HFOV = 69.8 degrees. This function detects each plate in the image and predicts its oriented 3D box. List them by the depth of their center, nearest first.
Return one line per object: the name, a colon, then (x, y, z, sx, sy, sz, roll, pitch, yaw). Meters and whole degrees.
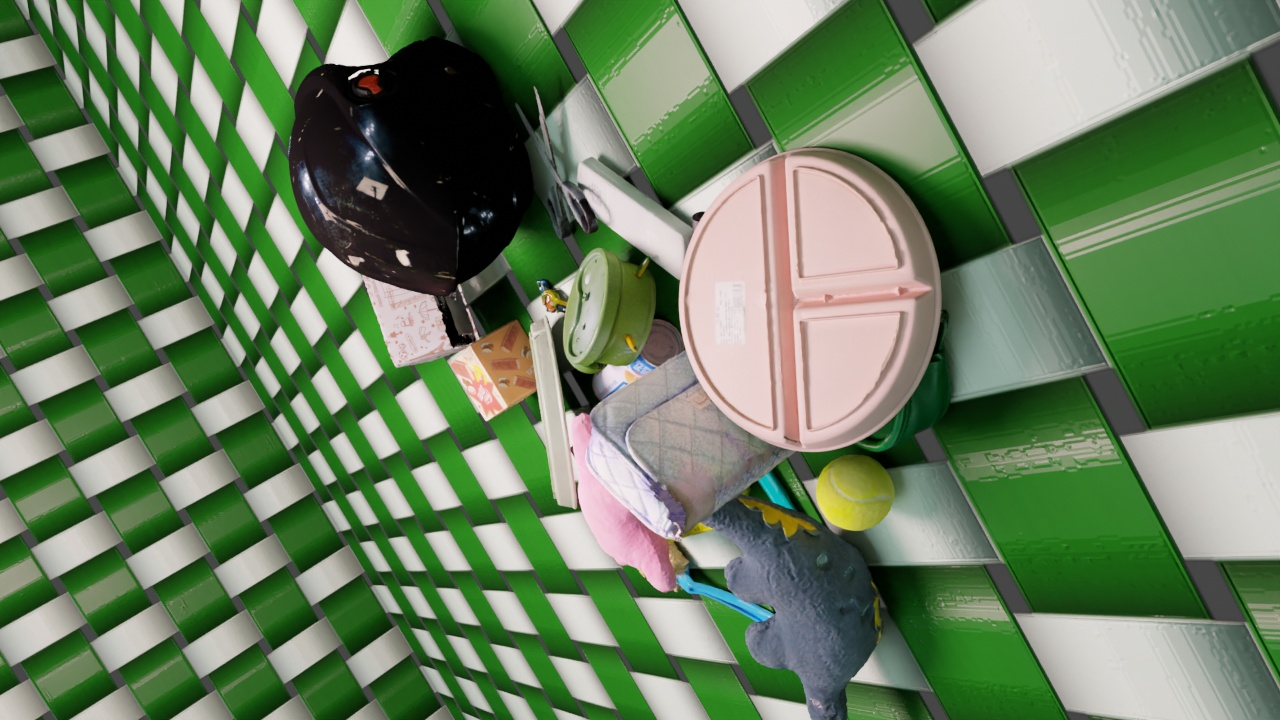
plate: (0.113, -0.044, 0.690, 0.230, 0.028, 0.229, 5, 97, 45)
plate: (-0.104, 0.062, 1.075, 0.230, 0.027, 0.230, 170, 91, -84)

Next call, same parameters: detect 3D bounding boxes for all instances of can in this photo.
can: (-0.006, 0.006, 0.971, 0.053, 0.053, 0.135, 56, 149, 4)

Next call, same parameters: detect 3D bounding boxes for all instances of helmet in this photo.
helmet: (-0.254, -0.194, 0.979, 0.274, 0.229, 0.234, 15, 144, -5)

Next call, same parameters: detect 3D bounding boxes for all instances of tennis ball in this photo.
tennis ball: (0.184, 0.113, 0.786, 0.065, 0.065, 0.066, 35, 143, 33)

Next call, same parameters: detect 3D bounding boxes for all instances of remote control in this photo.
remote control: (-0.005, -0.137, 0.872, 0.150, 0.021, 0.058, 41, 151, 27)

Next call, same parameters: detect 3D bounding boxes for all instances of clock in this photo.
clock: (-0.037, -0.046, 0.921, 0.161, 0.056, 0.116, 166, 115, -65)

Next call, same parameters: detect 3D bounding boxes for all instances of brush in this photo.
brush: (0.081, 0.274, 1.109, 0.255, 0.045, 0.083, 21, 129, 40)

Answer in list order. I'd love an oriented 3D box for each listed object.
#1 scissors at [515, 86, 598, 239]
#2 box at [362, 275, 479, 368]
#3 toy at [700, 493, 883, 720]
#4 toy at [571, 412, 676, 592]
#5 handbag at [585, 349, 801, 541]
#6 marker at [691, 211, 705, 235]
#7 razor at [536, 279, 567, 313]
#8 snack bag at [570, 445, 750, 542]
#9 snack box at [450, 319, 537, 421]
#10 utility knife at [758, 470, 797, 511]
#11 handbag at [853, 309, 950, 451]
scissors: (-0.089, -0.193, 0.933, 0.177, 0.014, 0.160, 62, 162, 17)
box: (-0.305, -0.126, 1.175, 0.178, 0.088, 0.262, -57, -53, -87)
toy: (0.157, 0.235, 0.874, 0.091, 0.138, 0.356, -105, -9, -66)
toy: (-0.029, 0.144, 0.981, 0.179, 0.074, 0.195, 18, 130, 61)
handbag: (0.055, 0.058, 0.795, 0.134, 0.193, 0.076, 40, 144, 26)
marker: (0.059, -0.076, 0.841, 0.022, 0.020, 0.132, -120, 19, -48)
razor: (-0.076, -0.060, 1.043, 0.143, 0.022, 0.043, 17, 133, 47)
snack bag: (0.019, 0.122, 1.025, 0.158, 0.068, 0.247, 56, 149, 2)
snack box: (-0.184, 0.014, 1.209, 0.094, 0.076, 0.093, 58, 149, -1)
utility knife: (0.132, 0.124, 0.919, 0.193, 0.013, 0.029, 56, 148, -1)
handbag: (0.172, -0.001, 0.709, 0.131, 0.067, 0.120, 31, 129, 41)
